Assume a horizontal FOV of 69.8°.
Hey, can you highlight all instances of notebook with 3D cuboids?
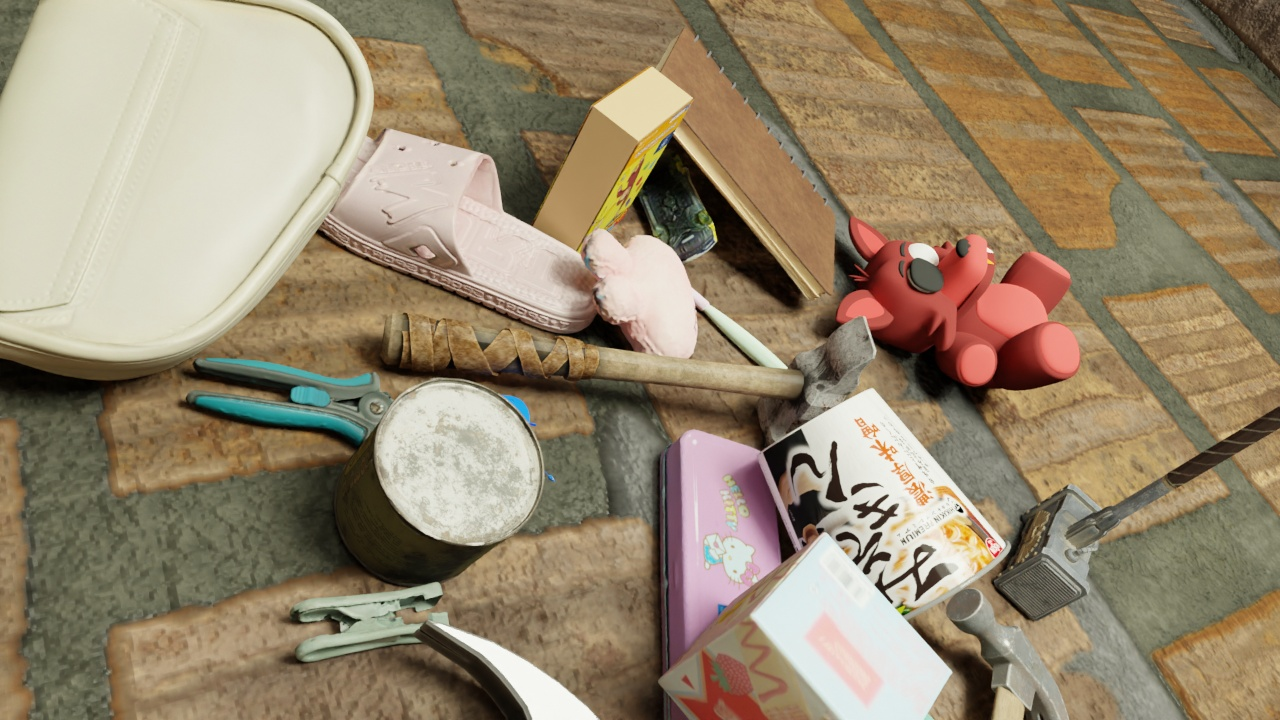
[{"bbox_3d":[0.093,-0.171,0.785,0.225,0.024,0.167,46,32,-19],"label":"notebook"}]

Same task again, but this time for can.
[{"bbox_3d":[-0.107,0.066,0.484,0.089,0.075,0.089,17,54,-26],"label":"can"}]

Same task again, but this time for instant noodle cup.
[{"bbox_3d":[0.140,0.091,0.573,0.123,0.124,0.121,-20,75,-41],"label":"instant noodle cup"}]

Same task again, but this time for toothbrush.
[{"bbox_3d":[0.065,-0.031,0.719,0.155,0.015,0.022,42,82,6],"label":"toothbrush"}]

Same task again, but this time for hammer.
[{"bbox_3d":[-0.004,0.003,0.598,0.318,0.122,0.048,7,51,-17],"label":"hammer"},{"bbox_3d":[-0.129,0.243,0.355,0.323,0.034,0.170,-33,81,-41],"label":"hammer"},{"bbox_3d":[0.371,0.066,0.604,0.044,0.323,0.098,43,44,7],"label":"hammer"},{"bbox_3d":[0.189,0.290,0.505,0.119,0.031,0.330,47,44,-14],"label":"hammer"}]

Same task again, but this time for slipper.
[{"bbox_3d":[-0.127,-0.099,0.625,0.239,0.065,0.094,28,45,-11],"label":"slipper"}]

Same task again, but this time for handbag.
[{"bbox_3d":[-0.267,-0.093,0.491,0.184,0.132,0.228,22,69,-30],"label":"handbag"}]

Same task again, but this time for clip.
[{"bbox_3d":[-0.135,0.130,0.458,0.076,0.023,0.044,1,52,-33],"label":"clip"}]

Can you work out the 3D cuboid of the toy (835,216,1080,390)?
[{"bbox_3d":[0.271,-0.052,0.799,0.197,0.121,0.158,22,48,-3],"label":"toy"}]

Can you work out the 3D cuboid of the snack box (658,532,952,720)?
[{"bbox_3d":[0.080,0.160,0.463,0.093,0.095,0.079,48,45,10],"label":"snack box"}]

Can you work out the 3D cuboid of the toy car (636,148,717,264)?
[{"bbox_3d":[0.029,-0.126,0.757,0.033,0.048,0.105,31,33,-56],"label":"toy car"}]

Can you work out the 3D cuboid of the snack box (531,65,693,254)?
[{"bbox_3d":[-0.023,-0.142,0.679,0.040,0.126,0.088,38,44,2],"label":"snack box"}]

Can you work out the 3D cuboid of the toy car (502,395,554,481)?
[{"bbox_3d":[-0.069,0.046,0.539,0.033,0.062,0.092,5,52,-28],"label":"toy car"}]

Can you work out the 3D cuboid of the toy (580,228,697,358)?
[{"bbox_3d":[-0.002,-0.048,0.651,0.105,0.053,0.108,20,51,-49],"label":"toy"}]

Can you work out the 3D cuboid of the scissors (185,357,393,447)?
[{"bbox_3d":[-0.177,0.019,0.525,0.136,0.019,0.138,-30,80,-38],"label":"scissors"}]

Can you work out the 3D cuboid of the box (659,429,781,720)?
[{"bbox_3d":[0.050,0.140,0.555,0.076,0.034,0.213,18,47,-20],"label":"box"}]

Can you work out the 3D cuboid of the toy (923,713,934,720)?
[{"bbox_3d":[0.150,0.239,0.535,0.105,0.033,0.085,-31,84,-45],"label":"toy"}]
